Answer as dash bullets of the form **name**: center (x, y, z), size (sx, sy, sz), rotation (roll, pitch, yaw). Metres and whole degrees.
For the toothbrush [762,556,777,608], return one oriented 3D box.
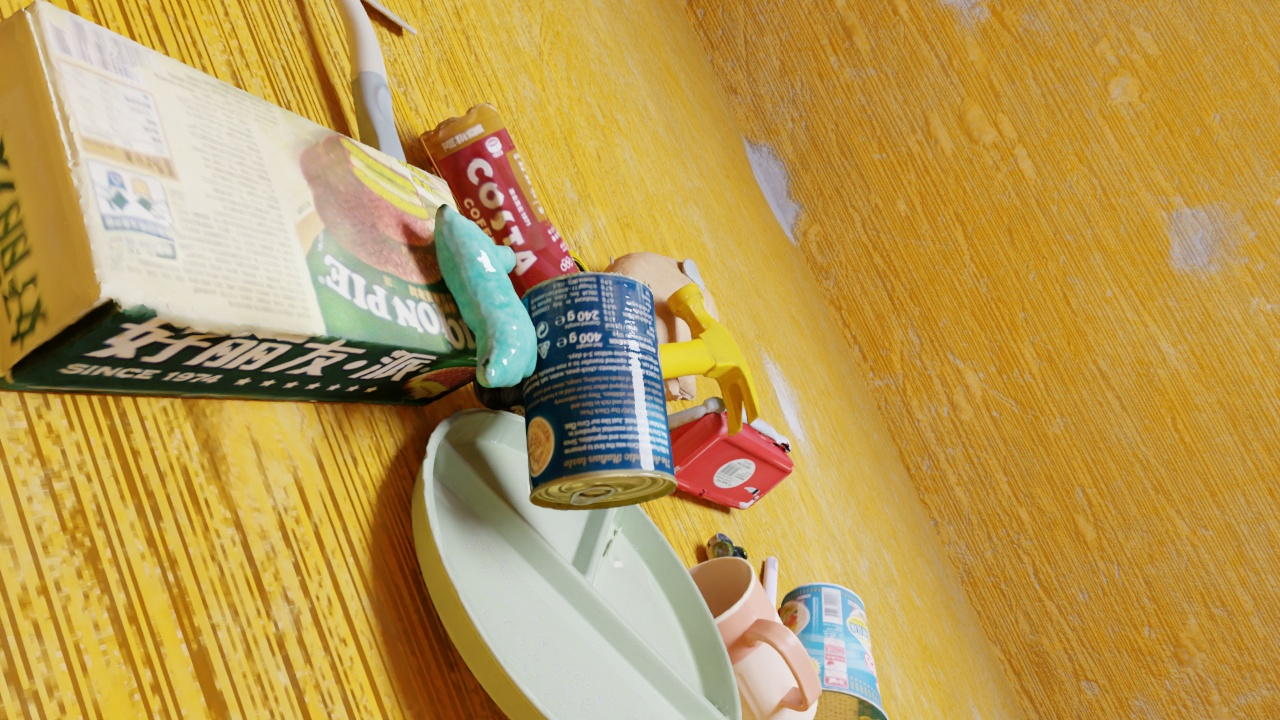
- **toothbrush**: center (0.114, 0.223, 0.837), size (0.029, 0.021, 0.189), rotation (60, 16, -5)

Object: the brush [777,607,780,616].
- **brush**: center (0.156, 0.280, 0.798), size (0.145, 0.069, 0.063), rotation (-93, -170, -47)

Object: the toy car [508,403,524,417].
- **toy car**: center (-0.071, 0.011, 0.596), size (0.049, 0.031, 0.105), rotation (15, 52, -64)

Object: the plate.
- **plate**: center (-0.031, 0.121, 0.484), size (0.230, 0.027, 0.229), rotation (43, 17, -17)

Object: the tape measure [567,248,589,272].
- **tape measure**: center (-0.058, -0.060, 0.735), size (0.060, 0.029, 0.057), rotation (58, 19, -16)

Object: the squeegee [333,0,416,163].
- **squeegee**: center (-0.172, -0.173, 0.558), size (0.246, 0.039, 0.246), rotation (18, 48, -66)

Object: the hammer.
- **hammer**: center (-0.004, 0.004, 0.631), size (0.300, 0.033, 0.128), rotation (-6, 61, -58)

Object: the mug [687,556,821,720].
- **mug**: center (0.070, 0.197, 0.603), size (0.081, 0.115, 0.106), rotation (-37, 105, -33)

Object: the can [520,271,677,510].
- **can**: center (-0.024, 0.016, 0.482), size (0.075, 0.075, 0.111), rotation (31, 48, -59)

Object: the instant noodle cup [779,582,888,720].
- **instant noodle cup**: center (0.146, 0.242, 0.735), size (0.099, 0.099, 0.109), rotation (53, 30, -29)

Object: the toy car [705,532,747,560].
- **toy car**: center (0.077, 0.186, 0.757), size (0.042, 0.035, 0.090), rotation (35, 31, -59)

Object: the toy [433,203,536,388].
- **toy**: center (-0.073, -0.033, 0.447), size (0.096, 0.030, 0.092), rotation (-29, 97, -78)

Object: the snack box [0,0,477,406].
- **snack box**: center (-0.152, -0.046, 0.392), size (0.114, 0.063, 0.239), rotation (67, 18, 12)

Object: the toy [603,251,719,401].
- **toy**: center (0.012, -0.030, 0.810), size (0.143, 0.083, 0.225), rotation (49, 22, -5)

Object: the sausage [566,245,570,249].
- **sausage**: center (-0.095, -0.106, 0.714), size (0.155, 0.020, 0.020), rotation (32, 36, -57)

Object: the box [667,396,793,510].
- **box**: center (0.073, 0.075, 0.820), size (0.068, 0.091, 0.201), rotation (54, 12, 29)

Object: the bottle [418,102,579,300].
- **bottle**: center (-0.087, -0.086, 0.635), size (0.175, 0.057, 0.057), rotation (63, 17, -15)
